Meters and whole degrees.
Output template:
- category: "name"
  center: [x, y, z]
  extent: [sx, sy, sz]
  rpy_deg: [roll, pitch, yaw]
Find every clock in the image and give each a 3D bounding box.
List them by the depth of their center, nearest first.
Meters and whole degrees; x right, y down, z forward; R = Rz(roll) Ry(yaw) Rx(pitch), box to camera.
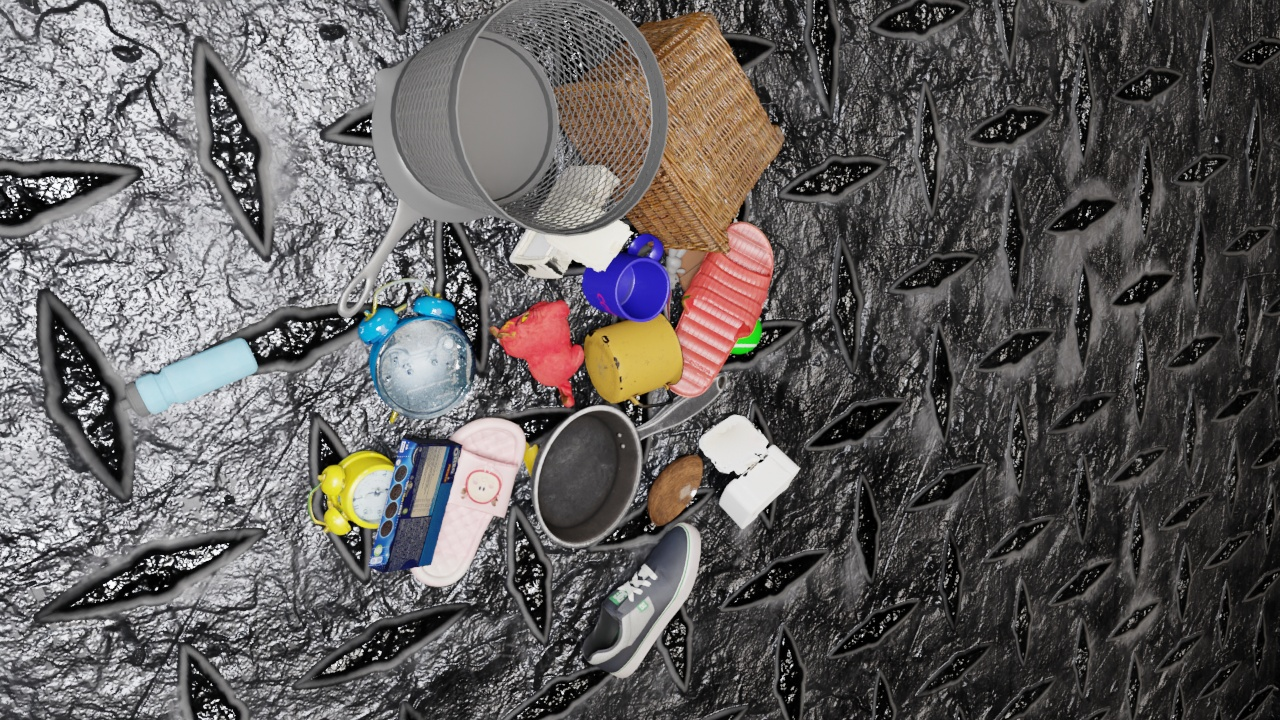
- category: "clock"
  center: [-0.319, 0.150, 1.037]
  extent: [0.118, 0.057, 0.083]
  rpy_deg: [-12, 109, -36]
- category: "clock"
  center: [-0.254, -0.013, 1.039]
  extent: [0.116, 0.060, 0.161]
  rpy_deg: [-17, 109, -27]

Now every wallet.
- category: "wallet"
  center: [0.088, -0.128, 1.255]
  extent: [0.087, 0.013, 0.121]
  rpy_deg: [-38, 118, -19]

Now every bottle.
- category: "bottle"
  center: [-0.458, 0.019, 0.927]
  extent: [0.129, 0.040, 0.040]
  rpy_deg: [-27, 115, -25]

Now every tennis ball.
- category: "tennis ball"
  center: [0.136, -0.041, 1.276]
  extent: [0.065, 0.065, 0.065]
  rpy_deg: [-8, 106, -31]

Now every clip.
- category: "clip"
  center: [-0.125, 0.124, 1.174]
  extent: [0.049, 0.044, 0.054]
  rpy_deg: [-19, 112, -1]

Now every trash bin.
- category: "trash bin"
  center: [-0.125, -0.244, 0.929]
  extent: [0.217, 0.228, 0.218]
  rpy_deg: [-8, 106, -31]

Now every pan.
- category: "pan"
  center: [-0.235, -0.199, 1.025]
  extent: [0.216, 0.024, 0.354]
  rpy_deg: [35, 83, -34]
- category: "pan"
  center: [-0.011, 0.107, 1.229]
  extent: [0.355, 0.055, 0.187]
  rpy_deg: [-37, 124, -34]

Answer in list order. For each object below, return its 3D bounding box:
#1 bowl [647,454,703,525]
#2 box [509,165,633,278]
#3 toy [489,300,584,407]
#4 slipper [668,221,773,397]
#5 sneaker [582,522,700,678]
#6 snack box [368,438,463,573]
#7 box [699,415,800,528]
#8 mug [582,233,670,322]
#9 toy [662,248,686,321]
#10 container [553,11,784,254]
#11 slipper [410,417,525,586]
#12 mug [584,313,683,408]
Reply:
- category: "bowl"
  center: [0.042, 0.176, 1.286]
  extent: [0.114, 0.026, 0.102]
  rpy_deg: [-38, 140, -32]
- category: "box"
  center: [-0.077, -0.170, 1.033]
  extent: [0.070, 0.187, 0.143]
  rpy_deg: [37, 74, -33]
- category: "toy"
  center: [-0.124, -0.001, 1.109]
  extent: [0.093, 0.088, 0.133]
  rpy_deg: [-21, 92, -27]
- category: "slipper"
  center: [0.104, -0.066, 1.212]
  extent: [0.103, 0.059, 0.248]
  rpy_deg: [25, 89, -2]
- category: "sneaker"
  center: [0.000, 0.325, 1.273]
  extent: [0.079, 0.084, 0.235]
  rpy_deg: [33, 87, -34]
- category: "snack box"
  center: [-0.253, 0.163, 1.040]
  extent: [0.082, 0.027, 0.150]
  rpy_deg: [12, 95, -64]
- category: "box"
  center: [0.144, 0.152, 1.335]
  extent: [0.108, 0.136, 0.121]
  rpy_deg: [-41, 162, -19]
- category: "mug"
  center: [-0.011, -0.108, 1.154]
  extent: [0.079, 0.084, 0.111]
  rpy_deg: [30, 85, -34]
- category: "toy"
  center: [0.037, -0.107, 1.212]
  extent: [0.049, 0.030, 0.112]
  rpy_deg: [3, 109, -45]
- category: "container"
  center: [0.044, -0.282, 1.105]
  extent: [0.183, 0.162, 0.250]
  rpy_deg: [-50, 123, -17]
- category: "slipper"
  center: [-0.212, 0.171, 1.114]
  extent: [0.106, 0.056, 0.221]
  rpy_deg: [25, 89, -32]
- category: "mug"
  center: [-0.007, 0.007, 1.168]
  extent: [0.094, 0.101, 0.123]
  rpy_deg: [-19, 74, -26]
